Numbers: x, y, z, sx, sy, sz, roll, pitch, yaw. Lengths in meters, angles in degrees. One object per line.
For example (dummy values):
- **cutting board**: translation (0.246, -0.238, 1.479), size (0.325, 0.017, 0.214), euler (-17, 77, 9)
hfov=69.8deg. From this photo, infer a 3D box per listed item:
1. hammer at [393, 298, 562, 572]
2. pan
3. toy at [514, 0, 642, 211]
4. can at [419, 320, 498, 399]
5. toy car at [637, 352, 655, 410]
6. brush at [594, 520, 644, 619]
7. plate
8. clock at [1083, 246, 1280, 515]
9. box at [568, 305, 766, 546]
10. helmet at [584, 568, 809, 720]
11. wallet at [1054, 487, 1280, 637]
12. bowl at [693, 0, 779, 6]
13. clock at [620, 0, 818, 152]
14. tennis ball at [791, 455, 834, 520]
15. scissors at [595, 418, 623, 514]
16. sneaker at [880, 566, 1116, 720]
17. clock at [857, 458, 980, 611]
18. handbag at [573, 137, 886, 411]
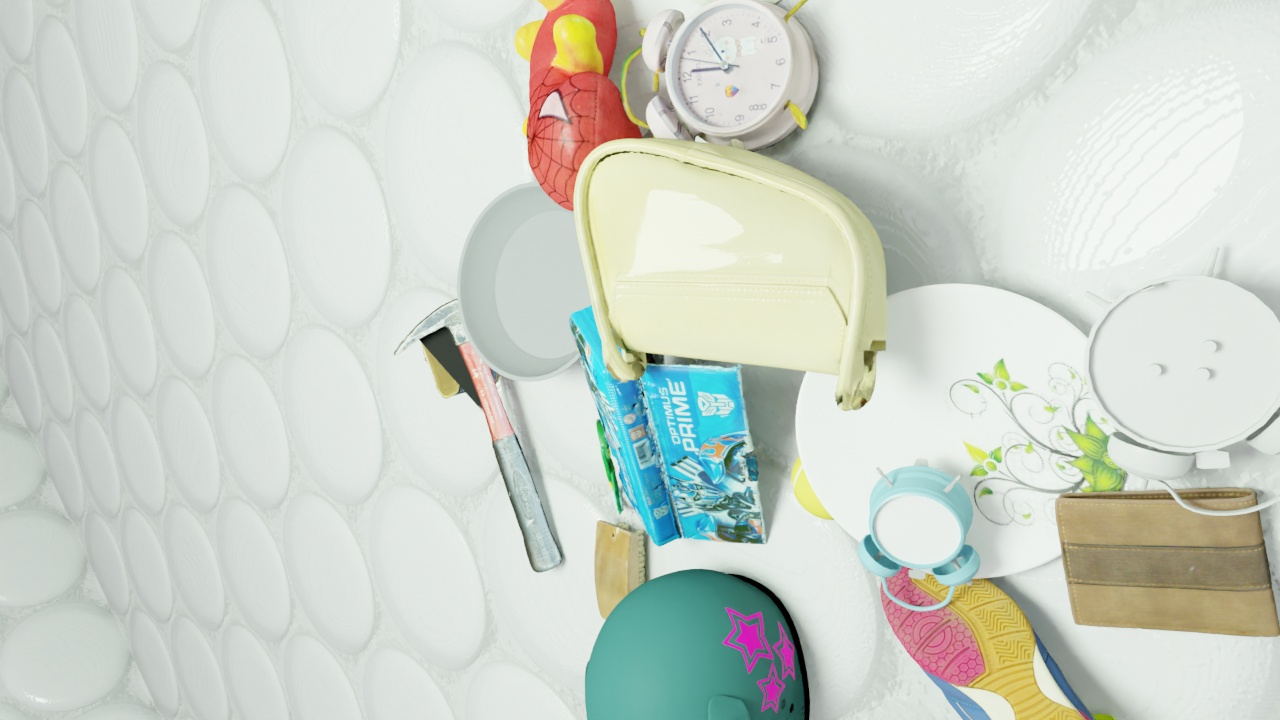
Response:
- **hammer**: translation (-0.163, 0.089, 1.029), size (0.036, 0.140, 0.326), euler (-162, 53, -74)
- **pan**: translation (-0.056, -0.127, 0.897), size (0.358, 0.050, 0.200), euler (-43, 67, 26)
- **toy**: translation (-0.056, -0.231, 0.806), size (0.148, 0.098, 0.216), euler (113, 147, -70)
- **can**: translation (-0.215, -0.010, 1.071), size (0.054, 0.058, 0.100), euler (-25, 84, 44)
- **toy car**: translation (-0.005, 0.005, 0.900), size (0.042, 0.036, 0.092), euler (10, 99, 39)
- **brush**: translation (-0.019, 0.225, 0.972), size (0.049, 0.039, 0.117), euler (12, 109, 39)
- **plate**: translation (0.232, 0.052, 0.679), size (0.230, 0.030, 0.230), euler (8, 111, 21)
- **clock**: translation (0.339, 0.019, 0.559), size (0.120, 0.061, 0.159), euler (-23, 85, 32)
- **box**: translation (0.017, 0.079, 0.809), size (0.171, 0.070, 0.244), euler (24, 145, 34)
- **helmet**: translation (0.044, 0.334, 0.833), size (0.177, 0.199, 0.275), euler (-1, 101, 43)
- **wallet**: translation (0.347, 0.134, 0.613), size (0.121, 0.026, 0.099), euler (-9, 100, 35)
- **bowl**: translation (0.064, -0.364, 0.714), size (0.177, 0.057, 0.177), euler (14, 111, 39)
- **clock**: translation (0.059, -0.225, 0.726), size (0.158, 0.058, 0.117), euler (0, 95, 22)
- **tennis ball**: translation (0.157, 0.098, 0.756), size (0.065, 0.065, 0.065), euler (14, 111, 40)
- **scissors**: translation (-0.030, 0.115, 0.929), size (0.125, 0.011, 0.130), euler (-105, 2, -52)
- **sneaker**: translation (0.267, 0.253, 0.687), size (0.116, 0.091, 0.241), euler (-40, 47, 9)
- **clock**: translation (0.206, 0.133, 0.681), size (0.087, 0.041, 0.123), euler (3, 114, 22)
- **handbag**: translation (0.067, -0.069, 0.669), size (0.233, 0.088, 0.191), euler (8, 98, 25)
